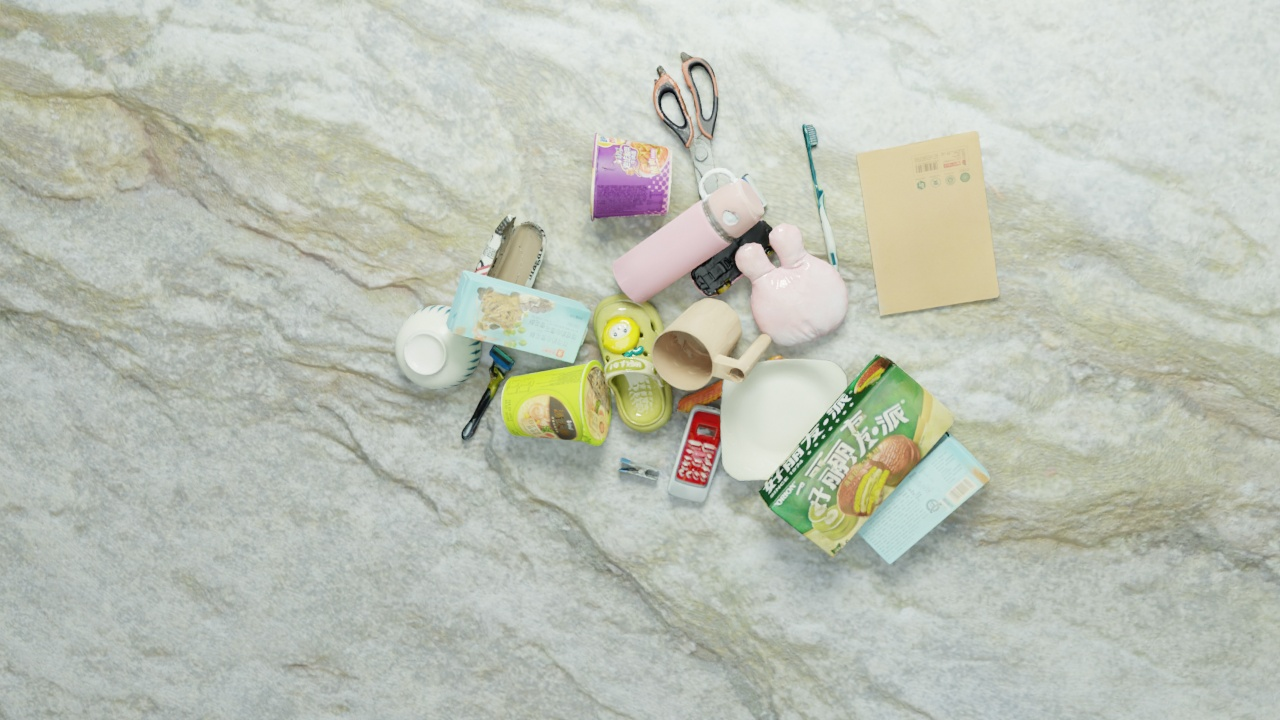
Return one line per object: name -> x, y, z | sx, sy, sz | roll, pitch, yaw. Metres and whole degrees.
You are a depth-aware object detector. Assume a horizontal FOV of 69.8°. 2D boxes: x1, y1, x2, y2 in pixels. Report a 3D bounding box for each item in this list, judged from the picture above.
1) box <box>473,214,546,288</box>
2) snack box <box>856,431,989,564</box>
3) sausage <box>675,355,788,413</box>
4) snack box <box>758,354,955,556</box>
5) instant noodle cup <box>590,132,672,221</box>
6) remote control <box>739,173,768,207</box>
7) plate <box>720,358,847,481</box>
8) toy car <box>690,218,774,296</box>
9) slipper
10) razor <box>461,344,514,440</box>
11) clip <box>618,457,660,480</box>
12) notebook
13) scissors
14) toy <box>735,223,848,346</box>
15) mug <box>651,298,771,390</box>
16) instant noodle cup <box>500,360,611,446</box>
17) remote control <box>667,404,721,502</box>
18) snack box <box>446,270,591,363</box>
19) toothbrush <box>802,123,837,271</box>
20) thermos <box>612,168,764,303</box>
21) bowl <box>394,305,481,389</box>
box -> -0.176, -0.108, 1.214 | 0.087, 0.076, 0.163 | 22, 101, -9
snack box -> 0.355, 0.176, 1.180 | 0.074, 0.051, 0.175 | 45, 102, 1
sausage -> 0.120, 0.032, 1.209 | 0.165, 0.021, 0.021 | -25, 94, 12
snack box -> 0.270, 0.120, 1.154 | 0.114, 0.063, 0.240 | 39, 96, -15
instant noodle cup -> -0.011, -0.228, 1.149 | 0.099, 0.111, 0.111 | 2, 99, -1
remote control -> 0.099, -0.184, 1.176 | 0.125, 0.024, 0.049 | -34, 93, 14
plate -> 0.184, 0.075, 1.190 | 0.164, 0.034, 0.164 | -1, 104, 0
toy car -> 0.119, -0.132, 1.177 | 0.122, 0.037, 0.056 | -38, 96, 3
slipper -> -0.007, 0.007, 1.197 | 0.092, 0.081, 0.190 | -12, 99, 8
razor -> -0.212, 0.050, 1.266 | 0.043, 0.022, 0.143 | 36, 107, 29
clip -> -0.002, 0.149, 1.248 | 0.058, 0.026, 0.038 | 13, 93, 3
notebook -> 0.359, -0.169, 1.146 | 0.148, 0.008, 0.208 | -9, 97, 11
scissors -> 0.060, -0.272, 1.160 | 0.185, 0.015, 0.209 | 27, 97, 9
toy -> 0.189, -0.093, 1.152 | 0.121, 0.054, 0.159 | -27, 111, 10
mug -> 0.091, -0.018, 1.147 | 0.125, 0.103, 0.084 | 15, 124, 22
instant noodle cup -> -0.114, 0.059, 1.214 | 0.123, 0.111, 0.112 | -3, 98, 18
remote control -> 0.078, 0.125, 1.222 | 0.056, 0.020, 0.136 | 15, 108, -4
snack box -> -0.156, -0.055, 1.184 | 0.174, 0.051, 0.074 | 14, 103, -26
toothbrush -> 0.230, -0.204, 1.157 | 0.018, 0.016, 0.191 | -14, 96, 0
thermos -> 0.053, -0.155, 1.133 | 0.199, 0.067, 0.087 | -33, 105, 28
bowl -> -0.281, -0.015, 1.243 | 0.116, 0.066, 0.116 | 1, 100, 9
